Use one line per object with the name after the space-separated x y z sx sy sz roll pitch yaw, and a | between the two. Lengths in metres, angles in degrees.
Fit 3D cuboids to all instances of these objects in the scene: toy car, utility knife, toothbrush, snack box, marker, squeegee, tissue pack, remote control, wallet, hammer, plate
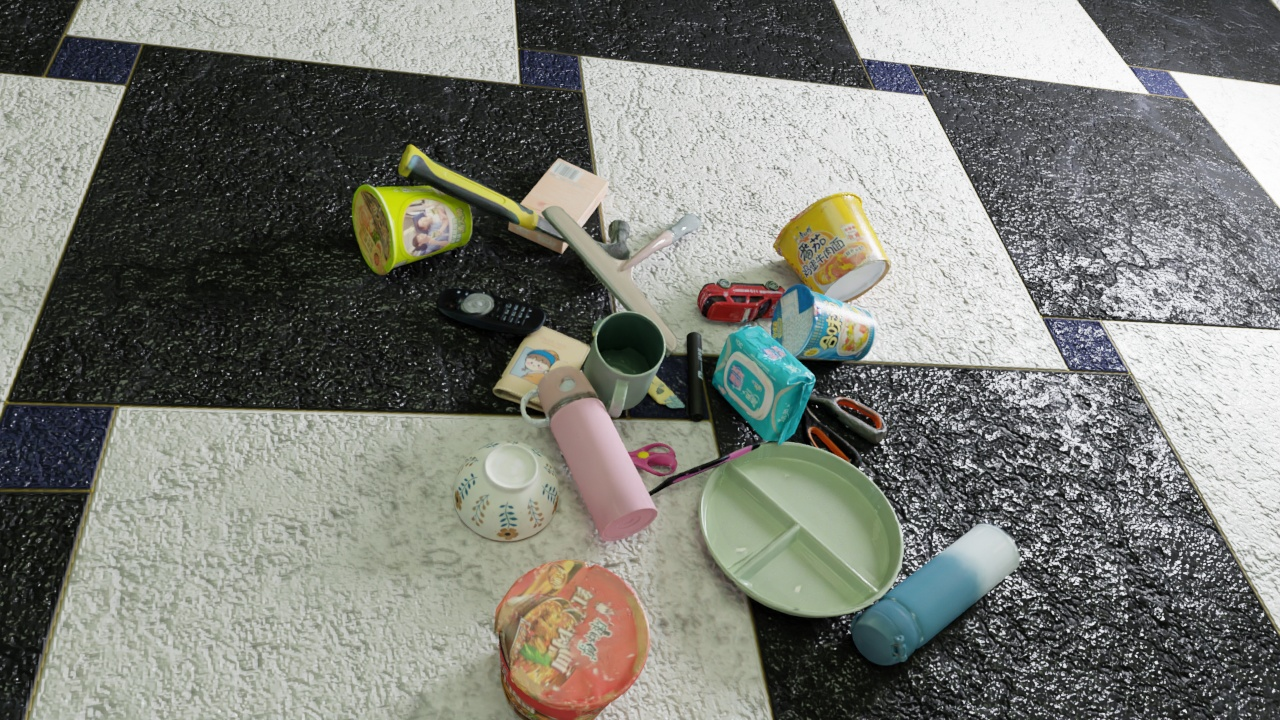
0.137 -0.076 1.226 0.120 0.053 0.045 -2 53 -13 | toy car
-0.007 0.007 1.144 0.030 0.018 0.166 -34 70 -24 | utility knife
0.052 0.127 1.035 0.189 0.014 0.017 -21 49 -15 | toothbrush
-0.114 -0.220 1.293 0.084 0.026 0.156 25 50 5 | snack box
0.067 0.019 1.148 0.022 0.020 0.131 -10 50 14 | marker
0.027 -0.160 1.251 0.247 0.040 0.248 48 43 2 | squeegee
0.147 0.028 1.096 0.050 0.093 0.133 -11 41 -33 | tissue pack
-0.185 -0.058 1.136 0.136 0.024 0.053 13 47 5 | remote control
-0.114 0.012 1.103 0.087 0.024 0.114 19 47 7 | wallet
-0.154 -0.186 1.181 0.323 0.032 0.126 22 50 -25 | hammer
0.176 0.185 1.019 0.230 0.028 0.229 6 45 -6 | plate

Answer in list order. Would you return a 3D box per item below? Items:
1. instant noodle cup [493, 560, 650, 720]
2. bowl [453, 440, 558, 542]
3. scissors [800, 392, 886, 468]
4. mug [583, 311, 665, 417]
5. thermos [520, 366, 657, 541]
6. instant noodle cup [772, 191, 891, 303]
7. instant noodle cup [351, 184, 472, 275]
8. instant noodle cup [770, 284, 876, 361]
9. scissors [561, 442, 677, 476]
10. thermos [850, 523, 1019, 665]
-0.067 0.269 0.841 0.138 0.109 0.137 7 49 -9 | instant noodle cup
-0.140 0.128 0.972 0.113 0.062 0.113 7 48 -8 | bowl
0.200 0.056 1.150 0.229 0.022 0.189 16 49 -2 | scissors
-0.023 0.017 1.063 0.082 0.107 0.111 12 60 -7 | mug
-0.061 0.100 0.999 0.087 0.067 0.198 -22 62 -15 | thermos
0.272 -0.147 1.274 0.137 0.138 0.109 -15 65 -25 | instant noodle cup
-0.284 -0.174 1.164 0.123 0.112 0.111 -17 57 -37 | instant noodle cup
0.243 -0.041 1.197 0.109 0.099 0.099 11 48 -24 | instant noodle cup
-0.024 0.112 1.048 0.133 0.017 0.056 3 36 -8 | scissors
0.319 0.251 0.992 0.220 0.070 0.070 -24 61 -30 | thermos
